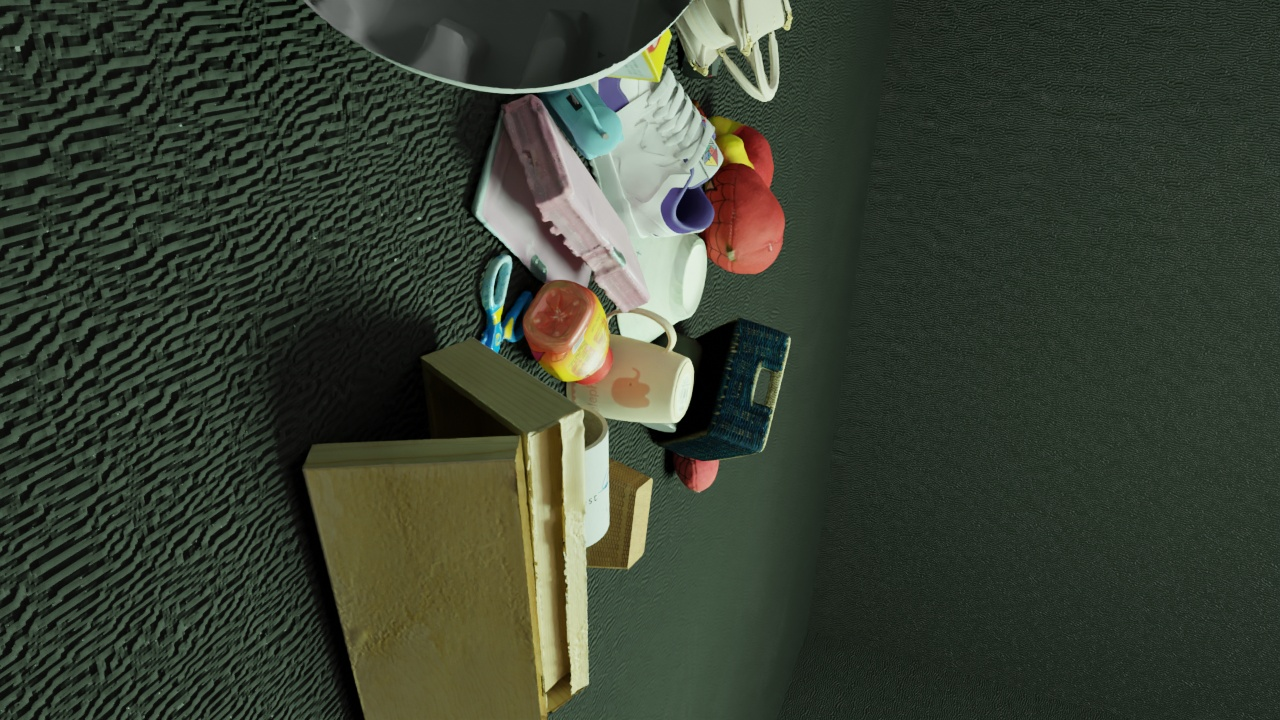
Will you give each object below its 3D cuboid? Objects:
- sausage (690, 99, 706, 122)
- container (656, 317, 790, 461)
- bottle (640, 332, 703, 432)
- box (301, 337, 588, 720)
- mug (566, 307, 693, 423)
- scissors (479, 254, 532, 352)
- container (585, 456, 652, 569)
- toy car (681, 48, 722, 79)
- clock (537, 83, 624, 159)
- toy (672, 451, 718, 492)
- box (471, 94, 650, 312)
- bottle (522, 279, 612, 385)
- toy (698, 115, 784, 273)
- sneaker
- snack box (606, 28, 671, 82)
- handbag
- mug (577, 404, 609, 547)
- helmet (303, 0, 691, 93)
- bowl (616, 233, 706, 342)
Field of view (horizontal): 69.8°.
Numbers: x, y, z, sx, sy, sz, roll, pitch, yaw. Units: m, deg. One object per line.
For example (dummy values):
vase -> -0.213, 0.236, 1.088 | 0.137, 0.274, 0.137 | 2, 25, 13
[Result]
sausage -> 0.033, -0.218, 0.964 | 0.040, 0.040, 0.155 | 78, 30, -49
container -> 0.094, 0.039, 1.103 | 0.188, 0.071, 0.145 | 153, -45, -70
bottle -> 0.034, 0.026, 1.070 | 0.060, 0.060, 0.108 | 52, 52, -66
box -> -0.110, 0.138, 0.617 | 0.178, 0.142, 0.249 | -43, 140, -49
mug -> -0.005, 0.005, 0.876 | 0.085, 0.104, 0.111 | -33, 132, -66
scissors -> -0.112, -0.022, 0.691 | 0.109, 0.018, 0.130 | 79, 27, -42
container -> -0.028, 0.164, 0.964 | 0.063, 0.061, 0.114 | -24, 123, -67
toy car -> 0.066, -0.349, 0.980 | 0.036, 0.042, 0.092 | -39, 137, -66
clock -> -0.044, -0.189, 0.675 | 0.042, 0.087, 0.123 | -38, -179, 1
toy -> 0.073, 0.113, 1.243 | 0.092, 0.062, 0.133 | 30, 53, -83
box -> -0.067, -0.109, 0.746 | 0.232, 0.080, 0.099 | 44, 24, -69
bottle -> -0.057, -0.018, 0.779 | 0.071, 0.048, 0.134 | -61, 164, -12
toy -> 0.113, -0.187, 1.070 | 0.215, 0.099, 0.148 | -88, 167, -47
sneaker -> 0.015, -0.202, 0.806 | 0.244, 0.111, 0.091 | 78, 29, -48
snack box -> -0.048, -0.259, 0.622 | 0.200, 0.092, 0.042 | 38, 65, -69
handbag -> 0.084, -0.340, 0.869 | 0.198, 0.101, 0.194 | 65, 31, -17
mug -> -0.082, 0.104, 0.768 | 0.119, 0.083, 0.096 | -22, 125, -35
helmet -> -0.055, -0.250, 0.415 | 0.184, 0.224, 0.282 | 116, -17, -74
bowl -> 0.033, -0.094, 1.003 | 0.176, 0.058, 0.176 | 12, 89, -71
